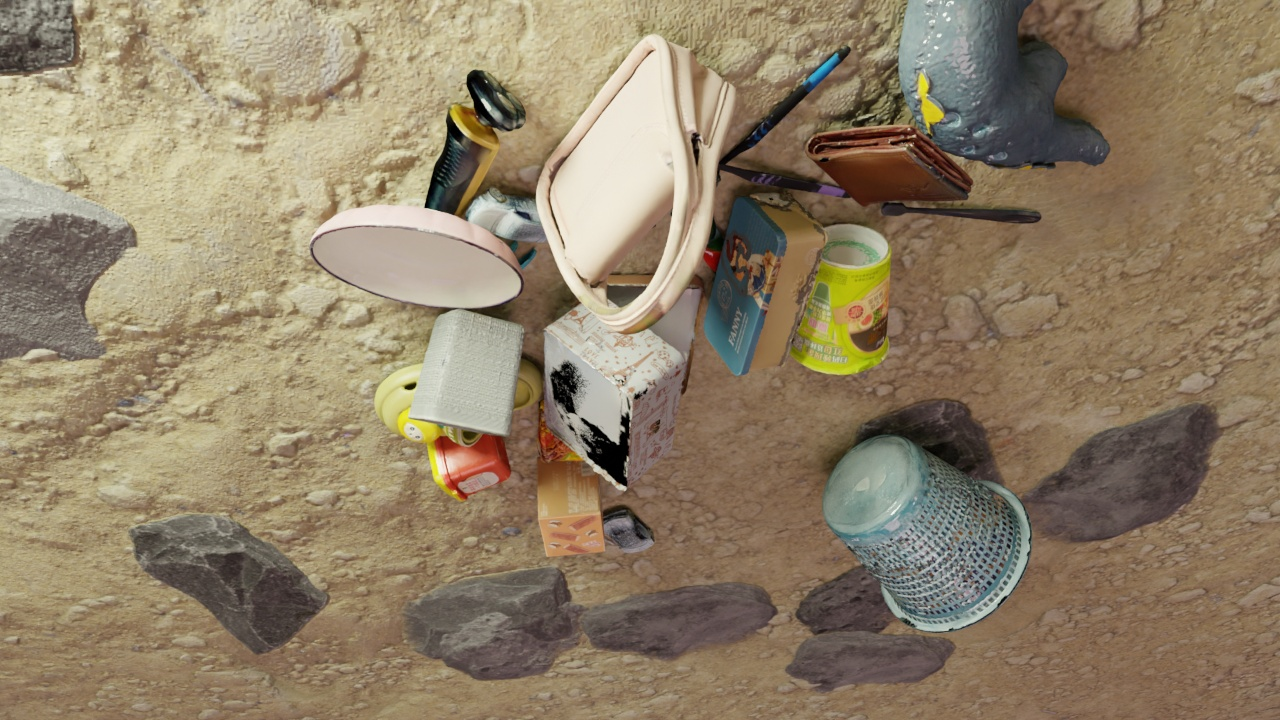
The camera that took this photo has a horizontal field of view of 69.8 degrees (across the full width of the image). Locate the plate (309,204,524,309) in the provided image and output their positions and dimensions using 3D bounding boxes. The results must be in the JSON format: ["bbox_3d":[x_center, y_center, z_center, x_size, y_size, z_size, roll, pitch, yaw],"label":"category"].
[{"bbox_3d":[-0.200,-0.098,0.840,0.192,0.039,0.192,5,163,1],"label":"plate"}]

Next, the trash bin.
[{"bbox_3d":[0.351,0.205,1.185,0.195,0.226,0.227,39,122,-24],"label":"trash bin"}]

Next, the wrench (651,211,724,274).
[{"bbox_3d":[0.091,-0.087,0.948,0.056,0.016,0.273,-29,134,19],"label":"wrench"}]

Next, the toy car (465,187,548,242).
[{"bbox_3d":[-0.117,-0.130,0.846,0.090,0.034,0.043,3,144,-41],"label":"toy car"}]

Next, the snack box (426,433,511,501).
[{"bbox_3d":[-0.200,0.117,1.083,0.080,0.082,0.091,-16,157,-2],"label":"snack box"}]

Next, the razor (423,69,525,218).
[{"bbox_3d":[-0.150,-0.173,0.799,0.067,0.062,0.168,-16,155,-40],"label":"razor"}]

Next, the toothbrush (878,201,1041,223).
[{"bbox_3d":[0.320,-0.149,0.915,0.181,0.018,0.016,2,130,-13],"label":"toothbrush"}]

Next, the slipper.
[{"bbox_3d":[-0.201,0.049,1.013,0.190,0.081,0.092,-11,136,0],"label":"slipper"}]

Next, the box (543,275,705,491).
[{"bbox_3d":[-0.005,0.004,0.981,0.177,0.153,0.183,-36,152,-29],"label":"box"}]

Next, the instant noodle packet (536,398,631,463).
[{"bbox_3d":[-0.059,0.086,1.101,0.128,0.044,0.111,0,142,-8],"label":"instant noodle packet"}]

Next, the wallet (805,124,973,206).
[{"bbox_3d":[0.219,-0.170,0.819,0.101,0.032,0.125,27,170,-35],"label":"wallet"}]

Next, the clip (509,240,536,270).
[{"bbox_3d":[-0.127,-0.095,0.911,0.040,0.014,0.056,22,131,-28],"label":"clip"}]

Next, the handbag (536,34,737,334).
[{"bbox_3d":[-0.001,-0.123,0.732,0.093,0.233,0.194,23,130,-27],"label":"handbag"}]

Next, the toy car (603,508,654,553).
[{"bbox_3d":[-0.018,0.244,1.290,0.049,0.031,0.105,-22,137,17],"label":"toy car"}]

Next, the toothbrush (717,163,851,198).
[{"bbox_3d":[0.123,-0.166,0.850,0.188,0.016,0.014,5,135,-26],"label":"toothbrush"}]

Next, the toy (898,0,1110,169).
[{"bbox_3d":[0.282,-0.242,0.750,0.138,0.091,0.356,-38,133,15],"label":"toy"}]

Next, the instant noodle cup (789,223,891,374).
[{"bbox_3d":[0.203,-0.067,0.927,0.111,0.111,0.124,-5,131,-3],"label":"instant noodle cup"}]

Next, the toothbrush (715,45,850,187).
[{"bbox_3d":[0.114,-0.209,0.818,0.014,0.016,0.190,25,128,-37],"label":"toothbrush"}]

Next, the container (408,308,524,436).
[{"bbox_3d":[-0.174,0.013,0.935,0.090,0.114,0.090,15,171,-25],"label":"container"}]

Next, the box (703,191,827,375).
[{"bbox_3d":[0.117,-0.069,0.899,0.061,0.089,0.185,-7,130,-25],"label":"box"}]

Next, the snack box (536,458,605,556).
[{"bbox_3d":[-0.088,0.184,1.167,0.077,0.092,0.094,-6,138,-2],"label":"snack box"}]
